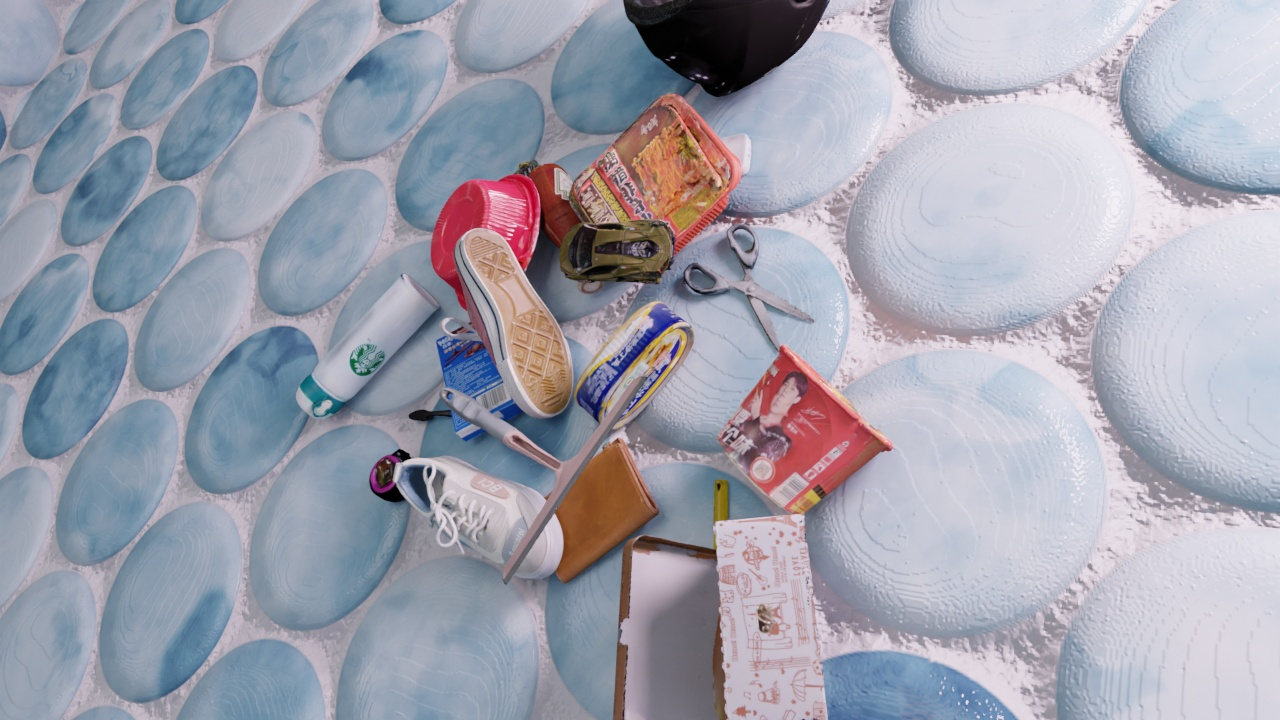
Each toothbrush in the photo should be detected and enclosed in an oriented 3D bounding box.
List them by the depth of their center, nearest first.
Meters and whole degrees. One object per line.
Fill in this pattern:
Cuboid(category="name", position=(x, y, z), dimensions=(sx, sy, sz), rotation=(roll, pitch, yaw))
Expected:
Cuboid(category="toothbrush", position=(0.075, 0.205, 0.886), dimensions=(0.016, 0.016, 0.189), rotation=(-10, 61, 26))
Cuboid(category="toothbrush", position=(-0.209, 0.065, 1.137), dimensions=(0.189, 0.016, 0.014), rotation=(-6, 67, 25))

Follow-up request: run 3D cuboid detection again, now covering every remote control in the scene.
Cuboid(category="remote control", position=(0.070, -0.239, 1.121), dimensions=(0.136, 0.020, 0.055), rotation=(-8, 63, 27))

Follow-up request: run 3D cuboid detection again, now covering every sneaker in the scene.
Cuboid(category="sneaker", position=(-0.186, 0.162, 1.004), dimensions=(0.242, 0.090, 0.089), rotation=(22, 92, 40))
Cuboid(category="sneaker", position=(-0.160, -0.036, 1.088), dimensions=(0.088, 0.118, 0.241), rotation=(-35, 80, 52))

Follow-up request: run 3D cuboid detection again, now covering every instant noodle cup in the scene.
Cuboid(category="instant noodle cup", position=(0.144, 0.069, 0.849), dimensions=(0.109, 0.138, 0.138), rotation=(-47, 51, 9))
Cuboid(category="instant noodle cup", position=(0.023, -0.199, 1.073), dimensions=(0.189, 0.079, 0.164), rotation=(-42, 62, 18))
Cuboid(category="instant noodle cup", position=(-0.212, -0.161, 1.186), dimensions=(0.194, 0.065, 0.193), rotation=(-23, 59, 43))

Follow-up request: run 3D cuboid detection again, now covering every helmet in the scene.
Cuboid(category="helmet", position=(0.115, -0.450, 1.076), dimensions=(0.275, 0.230, 0.233), rotation=(-32, 46, 3))

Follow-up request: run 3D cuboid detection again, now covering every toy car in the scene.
Cuboid(category="toy car", position=(-0.030, -0.121, 1.025), dimensions=(0.158, 0.042, 0.070), rotation=(1, 85, 33))
Cuboid(category="toy car", position=(-0.165, -0.232, 1.247), dimensions=(0.091, 0.036, 0.043), rotation=(-35, 49, 21))

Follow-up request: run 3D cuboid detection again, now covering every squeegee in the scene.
Cuboid(category="squeegee", position=(-0.139, 0.083, 0.996), dimensions=(0.250, 0.040, 0.247), rotation=(26, 77, 39))

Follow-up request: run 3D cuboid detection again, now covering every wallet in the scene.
Cuboid(category="wallet", position=(-0.054, 0.152, 0.978), dimensions=(0.131, 0.035, 0.119), rotation=(-40, 48, 16))

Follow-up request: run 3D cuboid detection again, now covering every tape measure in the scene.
Cuboid(category="tape measure", position=(-0.306, 0.144, 1.132), dimensions=(0.057, 0.039, 0.057), rotation=(-34, 53, 11))

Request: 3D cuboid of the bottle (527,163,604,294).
Cuboid(category="bottle", position=(-0.092, -0.166, 1.158), dimensions=(0.060, 0.060, 0.206), rotation=(-33, 54, 12))

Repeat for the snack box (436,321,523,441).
Cuboid(category="snack box", position=(-0.200, 0.017, 1.135), dimensions=(0.084, 0.026, 0.157), rotation=(-28, 51, 8))

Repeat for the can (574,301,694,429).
Cuboid(category="can", position=(-0.006, 0.006, 1.004), dimensions=(0.148, 0.074, 0.049), rotation=(-49, 54, -1))

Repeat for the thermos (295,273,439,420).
Cuboid(category="thermos", position=(-0.371, -0.014, 1.237), dimensions=(0.224, 0.073, 0.073), rotation=(-46, 51, 2))

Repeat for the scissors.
Cuboid(category="scissors", position=(0.118, -0.083, 1.016), dimensions=(0.160, 0.014, 0.175), rotation=(-4, 65, 29))

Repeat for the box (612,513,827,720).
Cuboid(category="box", position=(0.061, 0.237, 0.792), dimensions=(0.181, 0.154, 0.182), rotation=(-5, 61, 7))
